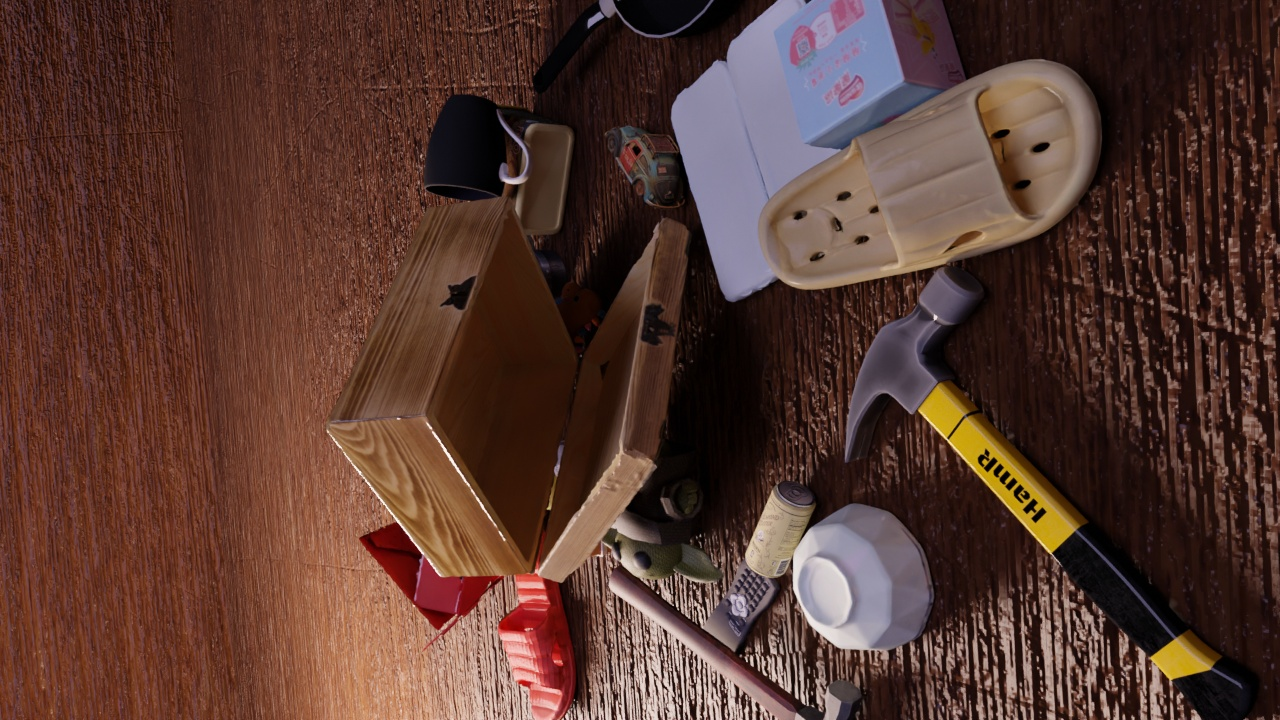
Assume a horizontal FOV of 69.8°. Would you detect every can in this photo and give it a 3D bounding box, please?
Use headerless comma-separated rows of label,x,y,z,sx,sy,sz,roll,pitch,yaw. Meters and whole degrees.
can,-0.135,-0.215,1.044,0.101,0.072,0.131,31,119,43
can,0.120,0.145,0.790,0.038,0.038,0.080,44,127,40

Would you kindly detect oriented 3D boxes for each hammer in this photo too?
hammer,0.261,0.098,0.612,0.324,0.034,0.170,53,134,31
hammer,0.072,0.278,0.865,0.301,0.028,0.111,26,118,44

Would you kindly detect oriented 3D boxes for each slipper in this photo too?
slipper,0.175,-0.107,0.627,0.262,0.079,0.111,-19,99,46
slipper,-0.137,0.329,1.133,0.104,0.059,0.248,-12,84,53

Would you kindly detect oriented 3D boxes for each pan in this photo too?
pan,-0.004,-0.364,0.873,0.357,0.044,0.204,-34,68,49

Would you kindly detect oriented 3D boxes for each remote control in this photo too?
remote control,0.092,0.236,0.864,0.046,0.009,0.125,51,132,35

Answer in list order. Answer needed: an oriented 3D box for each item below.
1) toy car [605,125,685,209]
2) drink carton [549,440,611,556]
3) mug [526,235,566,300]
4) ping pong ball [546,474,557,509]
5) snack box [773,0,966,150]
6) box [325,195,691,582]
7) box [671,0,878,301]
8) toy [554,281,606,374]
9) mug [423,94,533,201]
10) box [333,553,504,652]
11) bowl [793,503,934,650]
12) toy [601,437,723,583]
toy car,0.010,-0.195,0.877,0.112,0.047,0.047,60,139,28
drink carton,-0.067,0.152,1.024,0.076,0.048,0.125,-2,93,52
mug,-0.155,-0.105,1.053,0.080,0.107,0.115,-38,66,48
ping pong ball,-0.102,0.141,0.993,0.040,0.040,0.040,10,103,51
snack box,0.163,-0.212,0.652,0.093,0.079,0.094,-26,72,51
box,-0.074,0.033,0.846,0.270,0.264,0.278,72,-161,-44
box,0.102,-0.173,0.776,0.191,0.037,0.209,-25,75,49
toy,-0.067,-0.031,1.013,0.090,0.070,0.103,-34,91,35
mug,-0.168,-0.226,0.977,0.119,0.084,0.100,6,89,17
box,-0.285,0.335,1.064,0.138,0.214,0.467,29,93,4
bowl,0.164,0.175,0.721,0.118,0.061,0.117,9,101,51
toy,0.008,0.140,0.902,0.180,0.078,0.153,8,102,49
